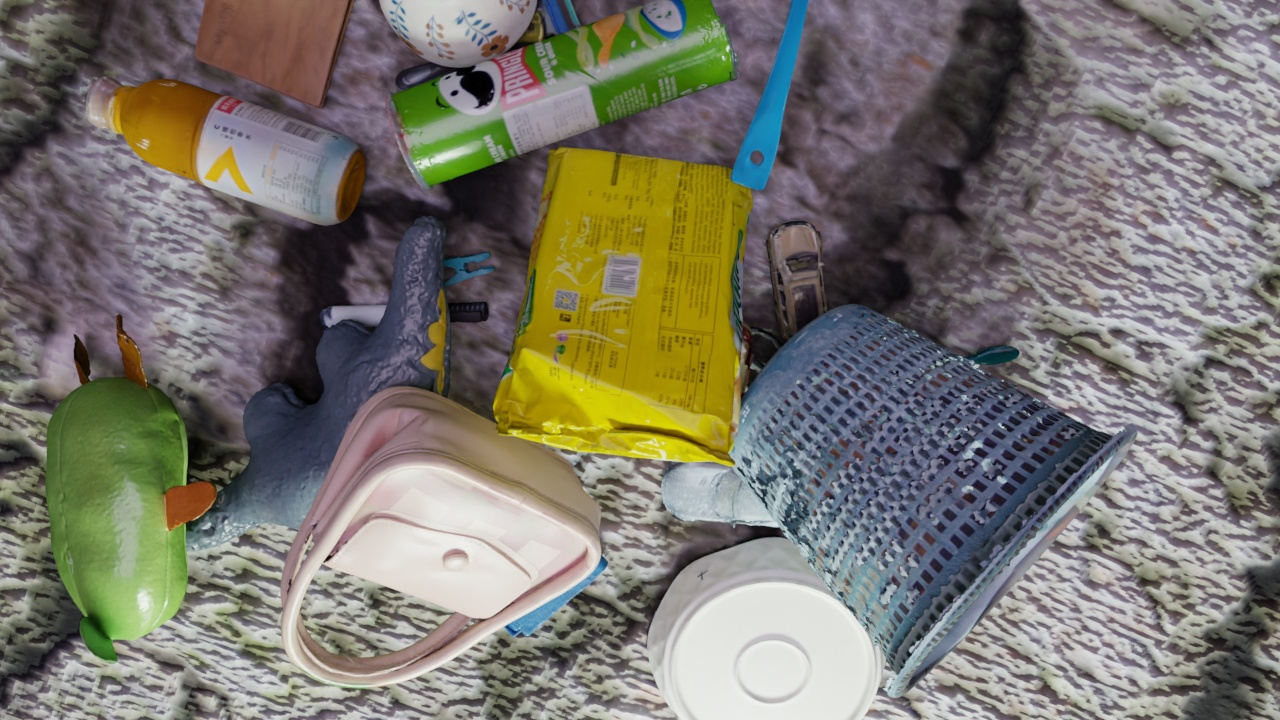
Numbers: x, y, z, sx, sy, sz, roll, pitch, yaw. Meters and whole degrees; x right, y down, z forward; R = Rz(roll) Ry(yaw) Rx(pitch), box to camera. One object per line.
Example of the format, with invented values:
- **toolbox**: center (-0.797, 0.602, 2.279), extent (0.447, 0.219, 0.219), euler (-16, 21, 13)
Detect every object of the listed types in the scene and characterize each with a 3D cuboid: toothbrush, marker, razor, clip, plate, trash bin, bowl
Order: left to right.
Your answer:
- **marker**: center (-0.185, -0.036, 0.718), extent (0.131, 0.022, 0.018), euler (-2, 107, 1)
- **bowl**: center (-0.130, -0.263, 0.622), extent (0.113, 0.062, 0.113), euler (0, 94, 6)
- **clip**: center (-0.141, -0.071, 0.711), extent (0.056, 0.014, 0.041), euler (-15, 105, 4)
- **razor**: center (-0.112, -0.226, 0.664), extent (0.143, 0.022, 0.042), euler (-23, 87, 7)
- **plate**: center (0.109, 0.253, 0.778), extent (0.205, 0.045, 0.205), euler (0, 105, 0)
- **toothbrush**: center (0.200, 0.008, 0.726), extent (0.192, 0.018, 0.016), euler (-9, 105, 6)
- **trash bin**: center (0.174, 0.073, 0.620), extent (0.195, 0.226, 0.227), euler (43, 104, 28)

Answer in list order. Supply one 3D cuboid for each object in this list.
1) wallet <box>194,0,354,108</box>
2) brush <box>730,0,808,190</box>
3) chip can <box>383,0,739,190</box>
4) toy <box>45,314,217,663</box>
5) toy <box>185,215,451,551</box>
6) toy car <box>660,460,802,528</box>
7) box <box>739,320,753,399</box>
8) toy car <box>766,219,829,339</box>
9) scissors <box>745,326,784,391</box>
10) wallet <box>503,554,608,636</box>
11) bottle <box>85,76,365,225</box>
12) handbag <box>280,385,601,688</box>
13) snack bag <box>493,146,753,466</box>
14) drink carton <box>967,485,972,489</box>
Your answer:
- **wallet**: center (-0.262, -0.254, 0.663), extent (0.101, 0.020, 0.115), euler (21, 107, -3)
- **brush**: center (0.107, -0.242, 0.624), extent (0.083, 0.046, 0.254), euler (15, 92, -10)
- **chip can**: center (-0.054, -0.190, 0.640), extent (0.236, 0.072, 0.072), euler (-19, 104, 2)
- **toy**: center (-0.390, 0.093, 0.688), extent (0.227, 0.089, 0.246), euler (-4, 89, 38)
- **toy**: center (-0.233, 0.055, 0.705), extent (0.138, 0.091, 0.357), euler (45, 105, -5)
- **toy car**: center (0.077, 0.106, 0.744), extent (0.120, 0.036, 0.054), euler (4, 105, 3)
- **box**: center (-0.004, 0.004, 0.687), extent (0.168, 0.079, 0.091), euler (12, 106, 4)
- **toy car**: center (0.121, -0.061, 0.698), extent (0.042, 0.035, 0.090), euler (-9, 102, 2)
- **scissors**: center (0.030, -0.017, 0.723), extent (0.172, 0.014, 0.145), euler (-2, 104, 2)
- **wallet**: center (-0.107, 0.154, 0.760), extent (0.106, 0.040, 0.133), euler (-40, 101, 2)
- **bottle**: center (-0.298, -0.156, 0.663), extent (0.189, 0.068, 0.068), euler (19, 105, -4)
- **handbag**: center (-0.162, 0.149, 0.671), extent (0.193, 0.093, 0.234), euler (34, 104, -34)
- **snack bag**: center (-0.005, -0.047, 0.619), extent (0.158, 0.245, 0.068), euler (7, 148, -1)
- **drink carton**: center (0.222, 0.094, 0.731), extent (0.122, 0.045, 0.053), euler (-22, 92, 6)
